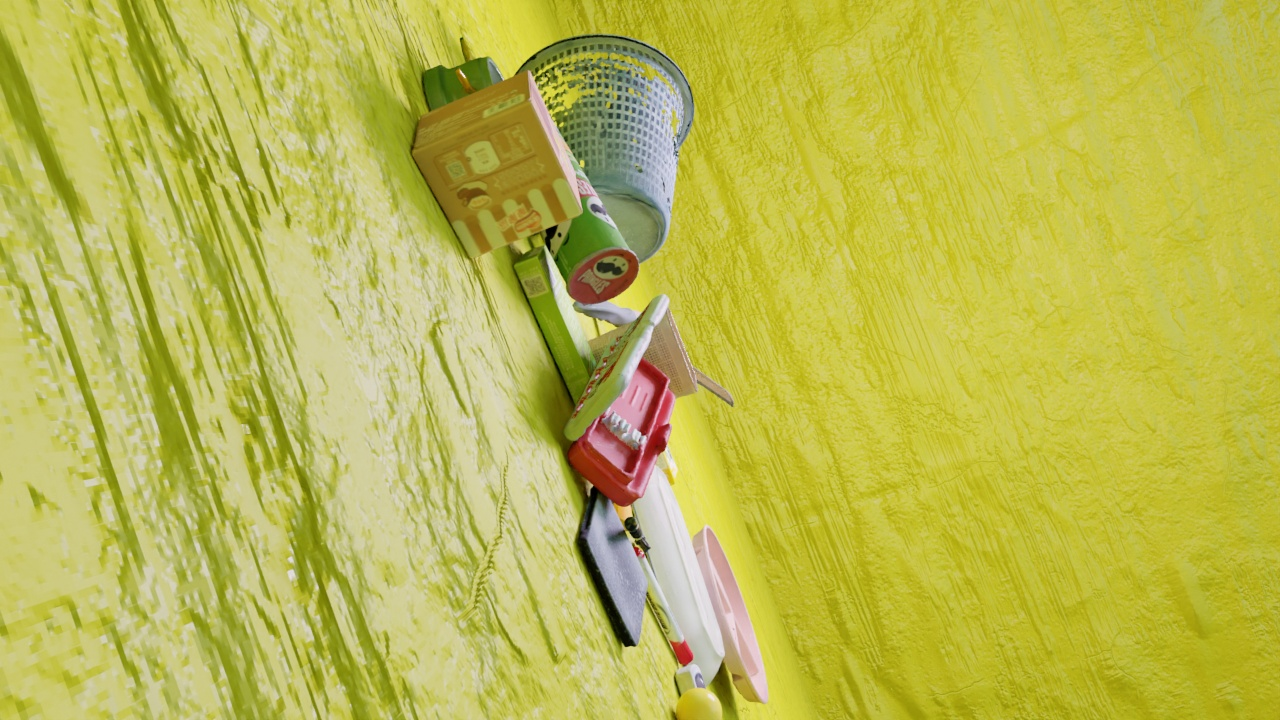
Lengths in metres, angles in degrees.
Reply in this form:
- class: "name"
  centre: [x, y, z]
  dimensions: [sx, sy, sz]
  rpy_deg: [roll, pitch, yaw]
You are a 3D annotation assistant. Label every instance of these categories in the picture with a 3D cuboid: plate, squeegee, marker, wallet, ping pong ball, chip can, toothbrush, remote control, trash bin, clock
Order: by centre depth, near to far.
- class: "wallet"
  centre: [-0.023, 0.163, 0.744]
  dimensions: [0.120, 0.019, 0.097]
  rpy_deg: [-80, 146, -77]
- class: "ping pong ball"
  centre: [0.051, 0.306, 0.797]
  dimensions: [0.040, 0.040, 0.040]
  rpy_deg: [-20, 89, -84]
- class: "clock"
  centre: [-0.130, -0.191, 0.803]
  dimensions: [0.116, 0.056, 0.161]
  rpy_deg: [-101, 169, -54]
- class: "toothbrush"
  centre: [-0.002, 0.159, 0.831]
  dimensions: [0.017, 0.012, 0.186]
  rpy_deg: [53, -7, 15]
- class: "remote control"
  centre: [0.067, 0.361, 0.858]
  dimensions: [0.058, 0.021, 0.150]
  rpy_deg: [53, 17, -70]
- class: "marker"
  centre: [0.019, 0.236, 0.877]
  dimensions: [0.017, 0.017, 0.145]
  rpy_deg: [-99, 167, -63]
- class: "marker"
  centre: [-0.019, 0.135, 0.890]
  dimensions: [0.018, 0.015, 0.123]
  rpy_deg: [35, 12, -11]
- class: "chip can"
  centre: [-0.081, -0.161, 0.894]
  dimensions: [0.236, 0.072, 0.072]
  rpy_deg: [61, 1, 32]
- class: "marker"
  centre: [-0.089, -0.079, 0.996]
  dimensions: [0.018, 0.015, 0.124]
  rpy_deg: [-89, 160, -66]
- class: "plate"
  centre: [0.040, 0.226, 1.019]
  dimensions: [0.162, 0.034, 0.265]
  rpy_deg: [58, 13, -64]
- class: "trash bin"
  centre: [-0.045, -0.218, 1.048]
  dimensions: [0.227, 0.227, 0.194]
  rpy_deg: [61, 22, -54]
- class: "squeegee"
  centre: [-0.013, -0.043, 1.107]
  dimensions: [0.248, 0.040, 0.249]
  rpy_deg: [35, 4, 27]
- class: "plate"
  centre: [0.111, 0.322, 1.165]
  dimensions: [0.229, 0.028, 0.229]
  rpy_deg: [-20, 89, -82]

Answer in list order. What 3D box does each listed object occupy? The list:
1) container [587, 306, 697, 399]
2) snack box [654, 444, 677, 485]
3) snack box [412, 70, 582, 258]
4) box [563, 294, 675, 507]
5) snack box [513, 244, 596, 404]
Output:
- class: "container"
  centre: [-0.006, 0.006, 0.987]
  dimensions: [0.090, 0.111, 0.090]
  rpy_deg: [-80, 149, -79]
- class: "snack box"
  centre: [0.011, 0.098, 1.228]
  dimensions: [0.087, 0.034, 0.140]
  rpy_deg: [-47, 115, -84]
- class: "snack box"
  centre: [-0.105, -0.147, 0.687]
  dimensions: [0.077, 0.093, 0.094]
  rpy_deg: [-103, 170, -56]
- class: "box"
  centre: [0.002, 0.028, 0.823]
  dimensions: [0.102, 0.101, 0.201]
  rpy_deg: [42, 26, -9]
- class: "snack box"
  centre: [-0.076, -0.032, 0.890]
  dimensions: [0.085, 0.026, 0.156]
  rpy_deg: [-90, 158, -74]
